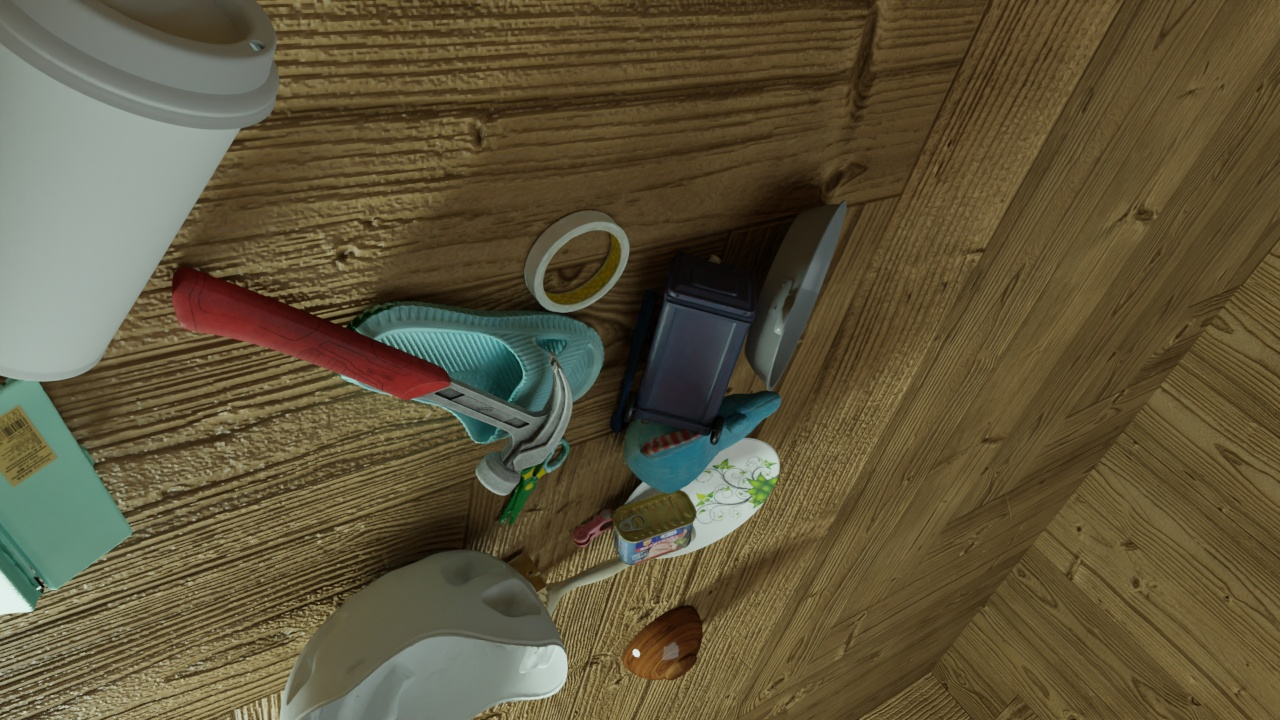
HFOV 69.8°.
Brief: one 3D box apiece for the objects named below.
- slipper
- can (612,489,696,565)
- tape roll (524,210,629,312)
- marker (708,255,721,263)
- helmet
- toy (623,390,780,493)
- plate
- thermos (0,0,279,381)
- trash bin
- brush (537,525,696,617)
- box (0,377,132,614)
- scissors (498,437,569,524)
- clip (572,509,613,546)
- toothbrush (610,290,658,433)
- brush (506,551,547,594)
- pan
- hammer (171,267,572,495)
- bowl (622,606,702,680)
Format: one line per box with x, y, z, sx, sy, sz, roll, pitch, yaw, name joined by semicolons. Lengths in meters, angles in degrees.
-0.124;0.010;0.772;0.275;0.069;0.116;9;126;-48;slipper
0.015;0.202;1.108;0.099;0.054;0.059;-15;140;-17;can
-0.053;-0.083;0.781;0.094;0.019;0.094;-26;144;-21;tape roll
0.044;-0.048;0.923;0.014;0.014;0.133;0;130;-45;marker
-0.224;0.314;0.922;0.282;0.184;0.224;-40;141;-12;helmet
0.061;0.065;0.990;0.180;0.115;0.183;-27;175;-3;toy
0.070;0.169;1.174;0.229;0.030;0.230;-17;139;-16;plate
-0.280;-0.094;0.459;0.131;0.131;0.222;5;134;-47;thermos
0.050;-0.013;0.873;0.094;0.092;0.161;15;126;-2;trash bin
-0.051;0.264;1.135;0.271;0.062;0.077;-23;154;-16;brush
-0.428;0.099;0.600;0.137;0.057;0.187;-19;142;-20;box
-0.115;0.129;0.976;0.071;0.014;0.131;-7;133;-40;scissors
-0.055;0.205;1.117;0.060;0.023;0.044;-45;145;-3;clip
-0.006;0.005;0.936;0.017;0.016;0.190;-24;144;-36;toothbrush
-0.168;0.273;1.058;0.117;0.049;0.039;-33;169;-14;brush
0.135;-0.057;0.842;0.201;0.051;0.356;-70;166;12;pan
-0.183;0.006;0.675;0.315;0.036;0.126;27;110;-38;hammer
0.050;0.474;1.487;0.147;0.069;0.147;-26;144;-21;bowl
